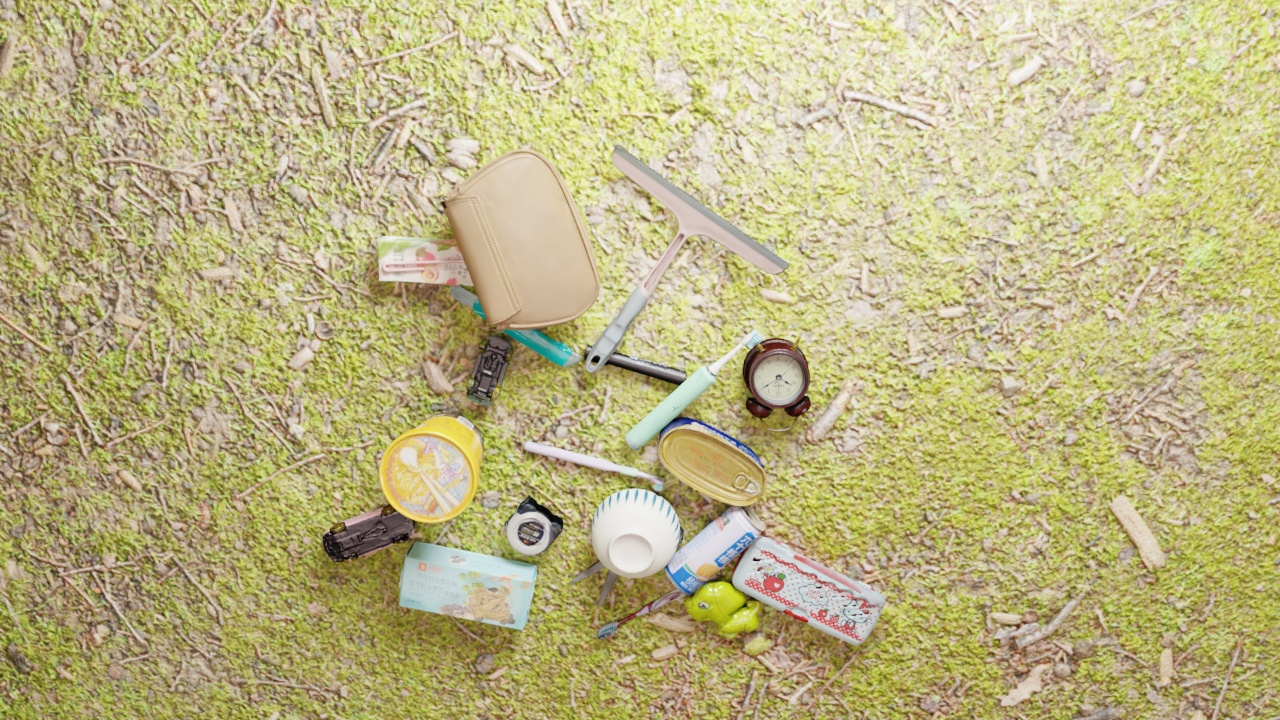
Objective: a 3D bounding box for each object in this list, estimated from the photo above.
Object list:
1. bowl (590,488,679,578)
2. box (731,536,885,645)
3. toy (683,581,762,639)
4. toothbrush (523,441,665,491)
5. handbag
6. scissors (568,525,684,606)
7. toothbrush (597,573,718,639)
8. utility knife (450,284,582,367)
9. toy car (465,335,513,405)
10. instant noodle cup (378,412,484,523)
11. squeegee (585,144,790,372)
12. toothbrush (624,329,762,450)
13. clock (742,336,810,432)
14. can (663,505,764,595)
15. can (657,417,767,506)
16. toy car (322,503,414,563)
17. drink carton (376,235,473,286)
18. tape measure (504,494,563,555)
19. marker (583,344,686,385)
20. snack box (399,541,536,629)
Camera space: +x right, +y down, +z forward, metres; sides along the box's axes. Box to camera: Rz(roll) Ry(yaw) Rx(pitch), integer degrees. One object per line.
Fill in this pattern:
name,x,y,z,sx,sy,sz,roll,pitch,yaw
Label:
bowl,-0.008,0.230,1.176,0.116,0.066,0.116,1,107,4
box,0.223,0.302,1.212,0.201,0.046,0.087,26,104,-4
toy,0.113,0.331,1.229,0.097,0.031,0.100,-21,113,6
toothbrush,-0.061,0.136,1.193,0.189,0.029,0.021,16,65,0
handbag,-0.136,-0.137,1.071,0.147,0.100,0.204,-20,101,-6
scissors,-0.021,0.253,1.227,0.159,0.014,0.178,-1,107,5
toothbrush,0.022,0.332,1.242,0.188,0.017,0.016,-29,102,9
utility knife,-0.158,-0.044,1.150,0.186,0.013,0.029,32,102,-8
toy car,-0.189,0.011,1.154,0.043,0.036,0.091,21,106,-2
instant noodle cup,-0.252,0.125,1.147,0.118,0.114,0.118,1,105,3
squeegee,0.006,-0.088,1.117,0.247,0.040,0.250,35,102,-3
toothbrush,0.063,0.036,1.138,0.027,0.026,0.225,42,112,-12
clock,0.170,0.029,1.134,0.082,0.055,0.122,-2,102,2
can,0.096,0.244,1.197,0.135,0.053,0.053,-43,99,12
can,0.091,0.128,1.168,0.148,0.049,0.075,28,105,-5
toy car,-0.361,0.229,1.222,0.122,0.037,0.056,-19,107,-6
drink carton,-0.256,-0.121,1.117,0.122,0.045,0.053,3,106,2
tape measure,-0.144,0.221,1.211,0.066,0.033,0.066,40,101,-6
marker,-0.007,0.007,1.155,0.132,0.020,0.022,15,119,-1
snack box,-0.230,0.300,1.226,0.175,0.051,0.074,11,106,-1
